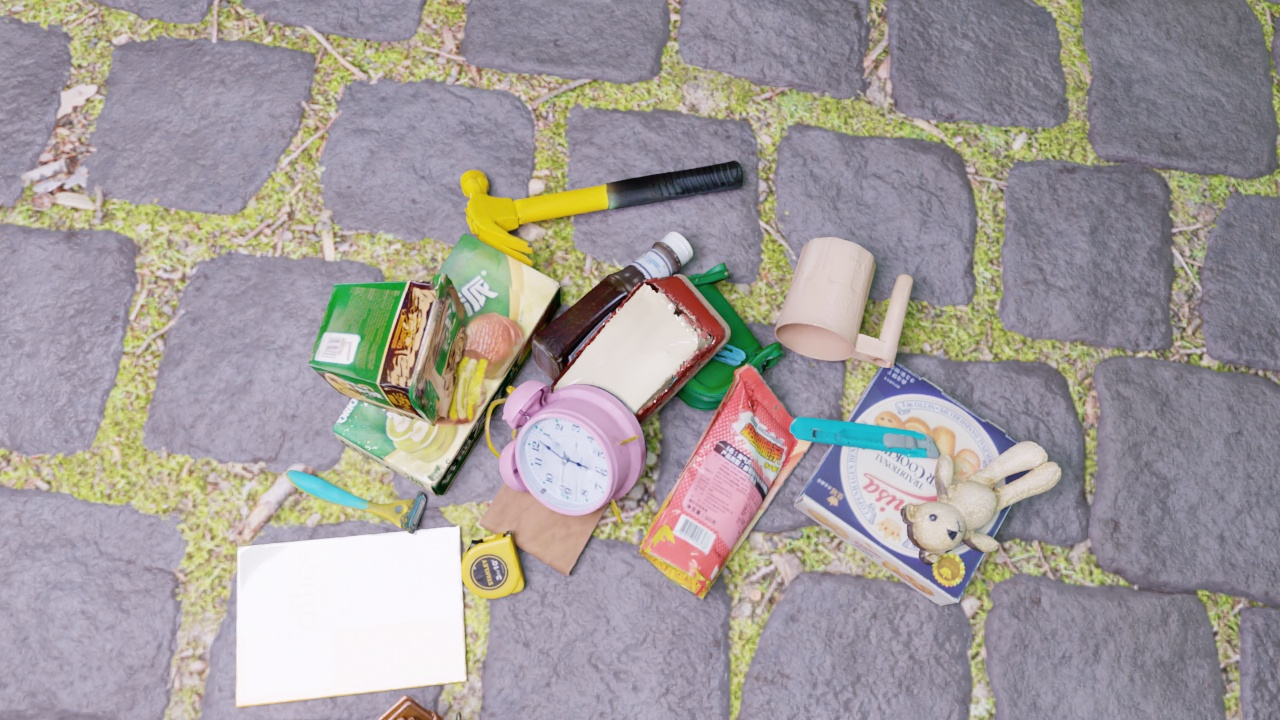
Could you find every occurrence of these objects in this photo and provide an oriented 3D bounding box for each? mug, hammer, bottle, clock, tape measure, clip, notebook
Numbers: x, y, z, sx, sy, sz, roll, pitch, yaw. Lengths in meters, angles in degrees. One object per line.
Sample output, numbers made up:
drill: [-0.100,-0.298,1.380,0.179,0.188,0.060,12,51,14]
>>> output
mug: [0.212,-0.058,0.947,0.125,0.084,0.103,17,71,9]
hammer: [-0.035,-0.173,0.974,0.300,0.033,0.128,-13,55,-13]
bottle: [-0.026,-0.060,0.929,0.194,0.080,0.044,-42,76,-17]
clock: [-0.075,0.080,0.850,0.159,0.059,0.117,19,116,21]
tape measure: [-0.140,0.194,0.866,0.057,0.029,0.060,-14,100,-2]
clip: [0.075,-0.010,0.887,0.057,0.047,0.014,21,65,-11]
notebook: [-0.269,0.235,0.855,0.206,0.010,0.145,-4,74,-7]

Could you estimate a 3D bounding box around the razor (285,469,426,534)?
razor: [-0.274,0.130,0.875,0.132,0.028,0.043,17,50,-4]

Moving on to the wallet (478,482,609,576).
wallet: [-0.086,0.136,0.899,0.101,0.020,0.115,29,71,2]

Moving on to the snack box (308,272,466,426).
snack box: [-0.224,-0.011,0.813,0.105,0.118,0.118,8,70,4]

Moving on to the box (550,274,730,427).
box: [-0.005,0.005,0.862,0.091,0.169,0.080,50,31,12]

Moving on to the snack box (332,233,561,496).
snack box: [-0.184,0.003,0.903,0.114,0.063,0.239,29,74,6]

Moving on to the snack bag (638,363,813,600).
snack bag: [0.084,0.119,0.885,0.128,0.073,0.207,44,70,-32]

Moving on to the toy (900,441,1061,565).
toy: [0.322,0.132,0.867,0.157,0.066,0.105,-29,96,-6]

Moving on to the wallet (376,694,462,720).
wallet: [-0.203,0.338,0.772,0.035,0.131,0.118,35,68,32]

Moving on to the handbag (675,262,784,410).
handbag: [0.069,-0.024,0.934,0.120,0.068,0.131,-34,80,-14]

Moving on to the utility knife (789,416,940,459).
utility knife: [0.222,0.076,0.902,0.151,0.013,0.029,7,69,-2]

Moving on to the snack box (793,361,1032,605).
snack box: [0.278,0.121,0.925,0.178,0.046,0.182,34,73,5]
